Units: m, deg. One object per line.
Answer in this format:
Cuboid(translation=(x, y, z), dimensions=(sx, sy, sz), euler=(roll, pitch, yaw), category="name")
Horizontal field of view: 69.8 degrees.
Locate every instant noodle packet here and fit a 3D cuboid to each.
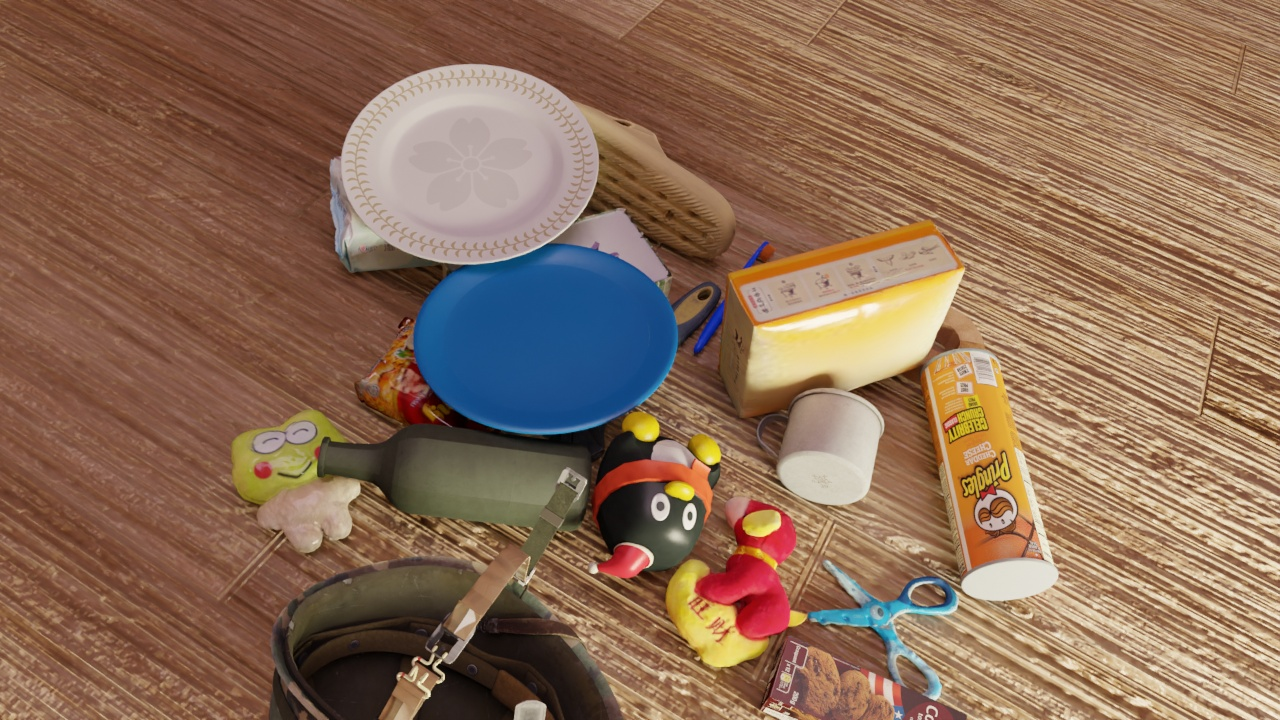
Cuboid(translation=(-0.173, 0.024, 0.804), dimensions=(0.135, 0.040, 0.098), euler=(27, 49, 9), category="instant noodle packet")

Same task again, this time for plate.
Cuboid(translation=(-0.080, -0.019, 0.792), dimensions=(0.224, 0.024, 0.223), euler=(2, 48, -2), category="plate")
Cuboid(translation=(-0.162, -0.190, 0.881), dimensions=(0.242, 0.016, 0.242), euler=(2, 62, -4), category="plate")

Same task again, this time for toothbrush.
Cuboid(translation=(0.097, -0.066, 0.936), dimensions=(0.018, 0.016, 0.182), euler=(30, 53, 6), category="toothbrush")

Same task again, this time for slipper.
Cuboid(translation=(-0.005, -0.203, 0.965), dimensions=(0.261, 0.112, 0.079), euler=(33, 56, 10), category="slipper")

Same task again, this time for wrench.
Cuboid(translation=(-0.005, 0.005, 0.858), dimensions=(0.073, 0.022, 0.272), euler=(35, 55, 16), category="wrench")

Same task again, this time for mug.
Cuboid(translation=(0.151, 0.076, 0.803), dimensions=(0.113, 0.084, 0.070), euler=(-3, 47, 31), category="mug")

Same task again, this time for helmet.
Cuboid(translation=(-0.112, 0.198, 0.556), dimensions=(0.224, 0.236, 0.192), euler=(13, 18, 12), category="helmet")

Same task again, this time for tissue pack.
Cuboid(translation=(-0.213, -0.152, 0.911), dimensions=(0.181, 0.070, 0.112), euler=(-8, 57, -17), category="tissue pack")

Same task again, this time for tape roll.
Cuboid(translation=(0.296, -0.016, 0.926), dimensions=(0.094, 0.027, 0.093), euler=(5, 52, -7), category="tape roll")

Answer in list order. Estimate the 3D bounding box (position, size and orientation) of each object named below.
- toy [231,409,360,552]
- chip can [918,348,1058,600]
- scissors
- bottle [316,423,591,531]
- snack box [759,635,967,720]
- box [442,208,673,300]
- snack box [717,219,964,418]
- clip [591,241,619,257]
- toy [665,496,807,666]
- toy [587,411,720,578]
Cuboid(translation=(-0.269, 0.095, 0.727), dimensions=(0.092, 0.046, 0.115), euler=(-20, 67, -29), category="toy")
Cuboid(translation=(0.302, 0.095, 0.810), dimensions=(0.075, 0.075, 0.214), euler=(6, 52, -6), category="chip can")
Cuboid(translation=(0.206, 0.206, 0.749), dimensions=(0.134, 0.012, 0.134), euler=(-32, 62, -29), category="scissors")
Cuboid(translation=(-0.145, 0.089, 0.724), dimensions=(0.206, 0.072, 0.071), euler=(9, 51, -12), category="bottle")
Cuboid(translation=(0.165, 0.262, 0.684), dimensions=(0.141, 0.032, 0.050), euler=(22, 52, 7), category="snack box")
Cuboid(translation=(-0.080, -0.076, 0.892), dimensions=(0.205, 0.050, 0.117), euler=(-20, 56, -24), category="box")
Cuboid(translation=(0.176, -0.028, 0.824), dimensions=(0.195, 0.145, 0.080), euler=(-16, 57, -10), category="snack box")
Cuboid(translation=(-0.039, -0.094, 0.874), dimensions=(0.046, 0.014, 0.050), euler=(11, 47, -4), category="clip")
Cuboid(translation=(0.083, 0.175, 0.721), dimensions=(0.105, 0.067, 0.137), euler=(31, 61, 5), category="toy")
Cuboid(translation=(0.009, 0.117, 0.724), dimensions=(0.097, 0.100, 0.119), euler=(21, 41, -21), category="toy")
